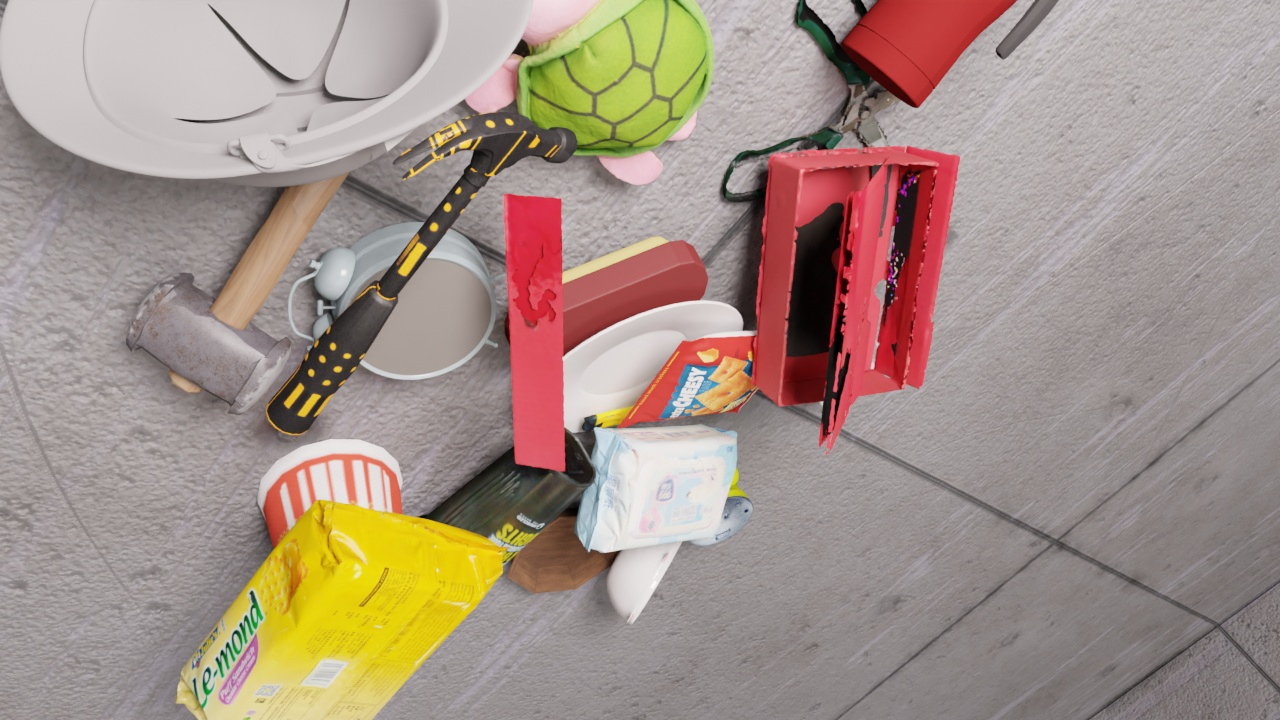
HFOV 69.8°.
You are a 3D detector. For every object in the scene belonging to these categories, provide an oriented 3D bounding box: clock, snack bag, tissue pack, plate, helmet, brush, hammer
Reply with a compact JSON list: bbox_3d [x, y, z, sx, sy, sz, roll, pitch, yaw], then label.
[{"bbox_3d":[-0.184,-0.042,0.700,0.159,0.045,0.123,-4,130,-25],"label":"clock"},{"bbox_3d":[-0.231,0.209,0.714,0.159,0.068,0.248,25,115,-40],"label":"snack bag"},{"bbox_3d":[0.065,0.016,0.843,0.143,0.039,0.131,-4,146,-35],"label":"snack bag"},{"bbox_3d":[0.075,0.153,1.009,0.083,0.057,0.119,-24,137,-5],"label":"clock"},{"bbox_3d":[0.023,0.122,0.897,0.181,0.070,0.112,2,102,-42],"label":"tissue pack"},{"bbox_3d":[-0.005,0.005,0.825,0.208,0.015,0.209,-21,156,-10],"label":"plate"},{"bbox_3d":[-0.082,0.202,0.996,0.131,0.025,0.131,-15,135,-15],"label":"plate"},{"bbox_3d":[-0.191,-0.166,0.517,0.271,0.183,0.118,-9,166,-3],"label":"helmet"},{"bbox_3d":[-0.031,-0.051,0.763,0.173,0.041,0.082,-22,154,-7],"label":"brush"},{"bbox_3d":[-0.171,-0.045,0.607,0.322,0.036,0.123,-42,166,32],"label":"hammer"},{"bbox_3d":[-0.221,-0.108,0.608,0.098,0.052,0.329,36,104,-12],"label":"hammer"}]

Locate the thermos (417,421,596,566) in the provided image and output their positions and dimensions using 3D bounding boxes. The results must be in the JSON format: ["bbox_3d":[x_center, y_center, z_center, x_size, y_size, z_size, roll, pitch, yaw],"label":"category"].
[{"bbox_3d":[-0.143,0.148,0.854,0.221,0.098,0.098,-41,136,21],"label":"thermos"}]

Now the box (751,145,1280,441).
[{"bbox_3d":[0.334,-0.055,0.750,0.479,0.170,0.214,9,114,15],"label":"box"}]

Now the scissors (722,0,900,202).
[{"bbox_3d":[0.140,-0.199,0.746,0.204,0.015,0.201,-41,134,10],"label":"scissors"}]

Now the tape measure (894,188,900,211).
[{"bbox_3d":[0.202,-0.140,0.818,0.061,0.034,0.061,-14,140,-30],"label":"tape measure"}]

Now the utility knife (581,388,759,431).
[{"bbox_3d":[0.044,0.040,0.905,0.224,0.019,0.031,-14,162,-29],"label":"utility knife"}]

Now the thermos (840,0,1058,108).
[{"bbox_3d":[0.247,-0.278,0.653,0.199,0.108,0.083,-50,153,16],"label":"thermos"}]

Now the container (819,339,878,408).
[{"bbox_3d":[0.186,-0.017,0.914,0.081,0.049,0.129,-36,137,7],"label":"container"}]

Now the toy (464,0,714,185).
[{"bbox_3d":[-0.027,-0.204,0.602,0.190,0.087,0.238,-29,144,11],"label":"toy"}]

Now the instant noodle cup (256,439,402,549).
[{"bbox_3d":[-0.258,0.155,0.790,0.123,0.121,0.124,-15,135,-15],"label":"instant noodle cup"}]

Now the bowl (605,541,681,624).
[{"bbox_3d":[-0.002,0.232,1.026,0.114,0.050,0.115,-56,169,-18],"label":"bowl"}]
